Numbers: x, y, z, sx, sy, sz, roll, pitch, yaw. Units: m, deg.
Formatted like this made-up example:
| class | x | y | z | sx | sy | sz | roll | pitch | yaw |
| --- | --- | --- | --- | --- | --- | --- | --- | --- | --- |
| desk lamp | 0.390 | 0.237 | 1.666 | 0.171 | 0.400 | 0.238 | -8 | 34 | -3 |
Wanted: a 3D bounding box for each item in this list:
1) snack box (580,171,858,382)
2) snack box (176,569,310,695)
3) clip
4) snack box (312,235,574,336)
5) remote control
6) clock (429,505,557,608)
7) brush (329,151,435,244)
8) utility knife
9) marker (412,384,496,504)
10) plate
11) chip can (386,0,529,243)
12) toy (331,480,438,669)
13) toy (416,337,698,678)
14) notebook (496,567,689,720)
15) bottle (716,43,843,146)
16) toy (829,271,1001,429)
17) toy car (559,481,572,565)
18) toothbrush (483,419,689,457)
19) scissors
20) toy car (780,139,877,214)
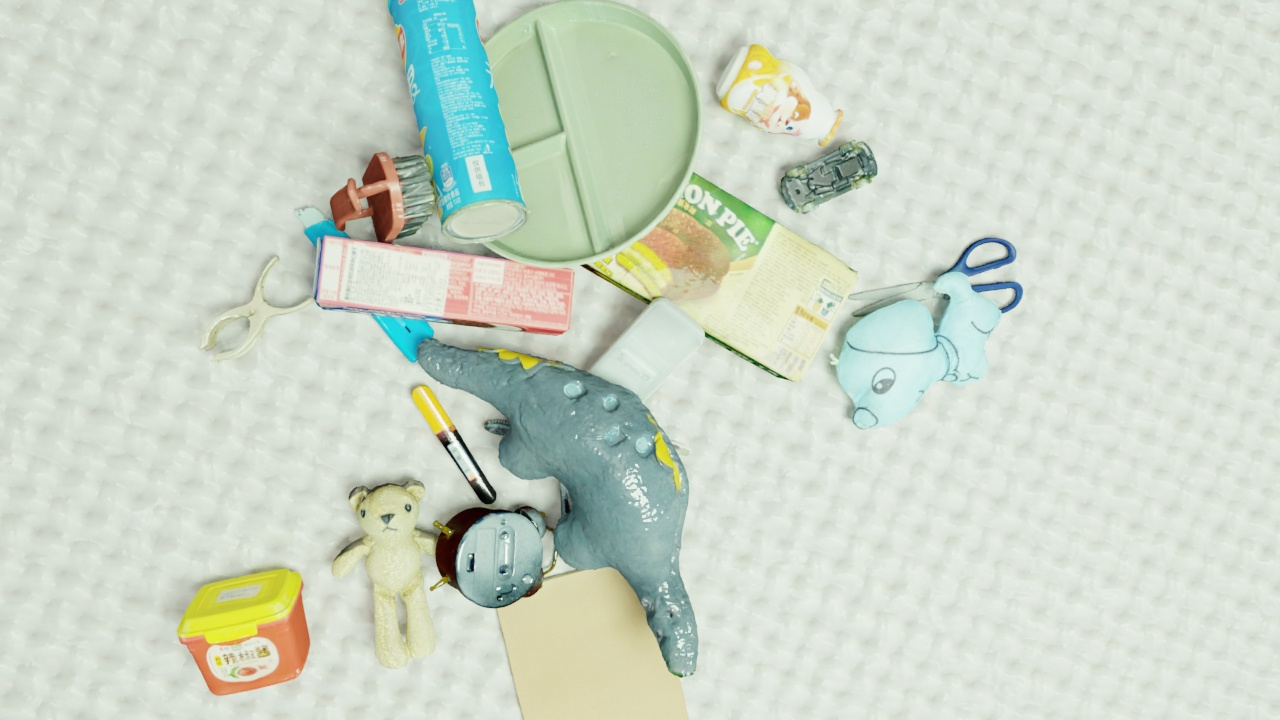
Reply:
| class | x | y | z | sx | sy | sz | roll | pitch | yaw |
| --- | --- | --- | --- | --- | --- | --- | --- | --- | --- |
| snack box | 0.059 | -0.085 | 0.805 | 0.240 | 0.063 | 0.114 | 29 | 90 | -9 |
| snack box | -0.326 | 0.228 | 0.770 | 0.091 | 0.082 | 0.080 | -11 | 109 | -6 |
| clip | -0.324 | -0.037 | 0.772 | 0.070 | 0.035 | 0.099 | 45 | 79 | -8 |
| snack box | -0.162 | -0.061 | 0.767 | 0.207 | 0.057 | 0.058 | 6 | 86 | -15 |
| remote control | -0.005 | 0.005 | 0.794 | 0.056 | 0.020 | 0.136 | 39 | 119 | -9 |
| clock | -0.121 | 0.168 | 0.795 | 0.121 | 0.055 | 0.082 | 4 | 88 | -36 |
| brush | -0.206 | -0.126 | 0.722 | 0.069 | 0.146 | 0.063 | -15 | 96 | -21 |
| utility knife | -0.236 | -0.068 | 0.787 | 0.034 | 0.018 | 0.161 | -40 | 97 | -3 |
| marker | -0.164 | 0.075 | 0.811 | 0.018 | 0.015 | 0.124 | -31 | 100 | -3 |
| plate | -0.058 | -0.185 | 0.755 | 0.230 | 0.027 | 0.230 | -2 | 82 | 15 |
| chip can | -0.146 | -0.202 | 0.731 | 0.071 | 0.071 | 0.210 | -14 | 78 | -7 |
| toy | -0.210 | 0.182 | 0.785 | 0.105 | 0.066 | 0.157 | -7 | 89 | -13 |
| toy | -0.037 | 0.096 | 0.765 | 0.138 | 0.091 | 0.356 | -37 | 87 | 2 |
| notebook | -0.039 | 0.295 | 0.846 | 0.149 | 0.012 | 0.211 | -13 | 96 | -8 |
| bottle | 0.123 | -0.228 | 0.802 | 0.108 | 0.063 | 0.063 | 27 | 90 | -9 |
| toy | 0.249 | -0.008 | 0.842 | 0.156 | 0.050 | 0.161 | 13 | 96 | -8 |
| toy car | -0.048 | 0.135 | 0.822 | 0.049 | 0.031 | 0.105 | -2 | 94 | -9 |
| toothbrush | -0.047 | 0.071 | 0.824 | 0.187 | 0.017 | 0.016 | 8 | 94 | -8 |
| scissors | 0.282 | -0.058 | 0.864 | 0.173 | 0.012 | 0.126 | -40 | 98 | -2 |
| toy car | 0.169 | -0.165 | 0.828 | 0.090 | 0.034 | 0.043 | -26 | 100 | -3 |
